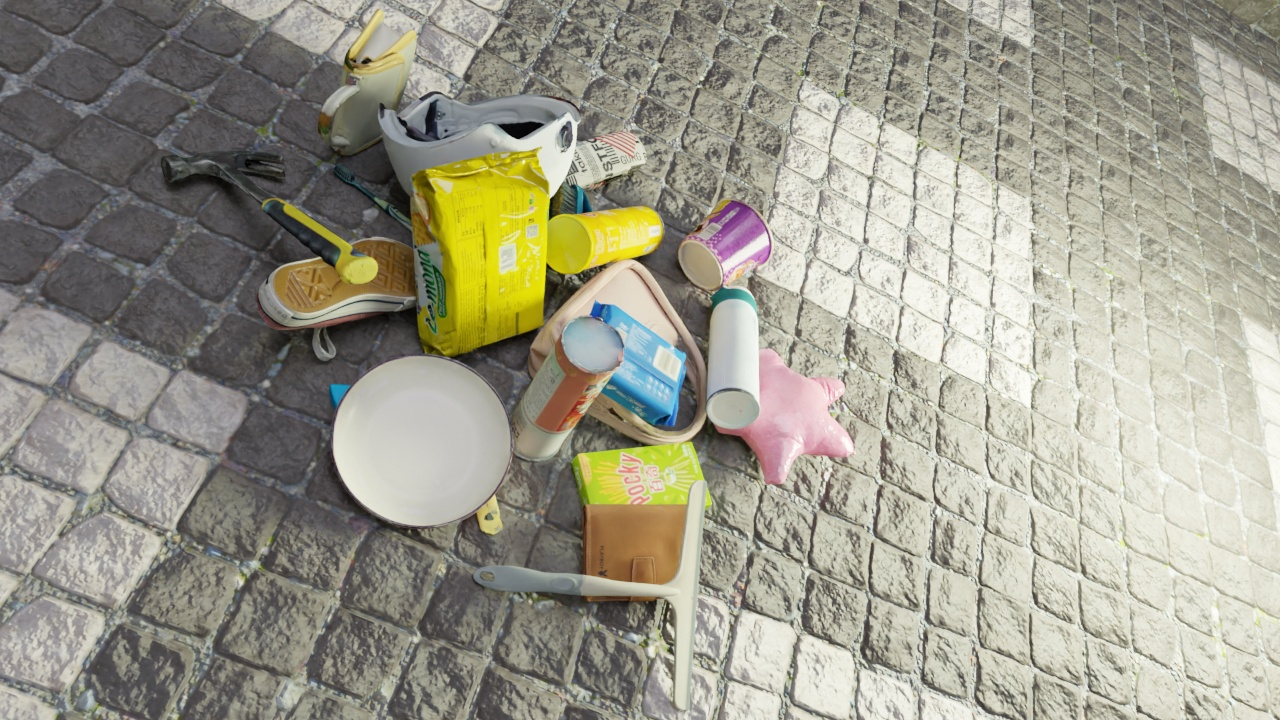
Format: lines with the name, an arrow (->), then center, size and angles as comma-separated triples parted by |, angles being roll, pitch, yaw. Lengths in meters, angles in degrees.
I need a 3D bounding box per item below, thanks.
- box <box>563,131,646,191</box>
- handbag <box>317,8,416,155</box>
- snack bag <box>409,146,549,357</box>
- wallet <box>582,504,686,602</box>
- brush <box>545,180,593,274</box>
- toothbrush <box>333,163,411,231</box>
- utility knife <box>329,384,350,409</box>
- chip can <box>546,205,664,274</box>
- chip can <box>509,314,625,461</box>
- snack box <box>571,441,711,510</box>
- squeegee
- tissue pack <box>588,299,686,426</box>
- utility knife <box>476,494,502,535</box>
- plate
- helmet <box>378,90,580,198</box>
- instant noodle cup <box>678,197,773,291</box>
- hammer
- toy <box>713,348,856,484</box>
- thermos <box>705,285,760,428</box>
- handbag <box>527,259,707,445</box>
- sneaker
box -> -0.057, -0.288, 1.309 | 0.163, 0.065, 0.074 | -31, 61, -35
handbag -> -0.343, -0.319, 1.131 | 0.063, 0.164, 0.178 | 27, 54, -9
snack bag -> -0.176, -0.118, 1.049 | 0.157, 0.247, 0.068 | -21, 42, -33
wallet -> -0.001, 0.221, 1.027 | 0.130, 0.035, 0.119 | 3, 76, -19
brush -> -0.092, -0.175, 1.228 | 0.073, 0.055, 0.143 | 19, 53, -26
toothbrush -> -0.309, -0.189, 1.157 | 0.191, 0.018, 0.016 | 37, 52, 0
utility knife -> -0.263, 0.046, 1.033 | 0.165, 0.018, 0.034 | 3, 59, -25
chip can -> -0.043, -0.159, 1.176 | 0.072, 0.072, 0.212 | 48, 28, 9
chip can -> -0.087, 0.035, 0.997 | 0.071, 0.215, 0.071 | 12, 56, -18
snack box -> 0.002, 0.146, 1.090 | 0.156, 0.026, 0.085 | -3, 62, -26
squeegee -> -0.053, 0.238, 0.973 | 0.246, 0.039, 0.246 | 7, 80, -8
tissue pack -> -0.012, 0.005, 1.067 | 0.157, 0.052, 0.094 | 34, 55, -26
utility knife -> -0.179, 0.124, 1.029 | 0.031, 0.018, 0.151 | -7, 68, -22
plate -> -0.235, 0.089, 0.992 | 0.192, 0.039, 0.192 | 6, 69, -17
helmet -> -0.192, -0.249, 1.154 | 0.229, 0.146, 0.257 | 15, 27, 24
instant noodle cup -> 0.114, -0.155, 1.285 | 0.111, 0.112, 0.099 | 46, 62, 7
hammer -> -0.393, -0.166, 1.012 | 0.323, 0.032, 0.125 | 33, 36, 31
toy -> 0.195, 0.083, 1.186 | 0.178, 0.075, 0.194 | 28, 55, 9
thermos -> 0.123, -0.012, 1.197 | 0.073, 0.073, 0.223 | 21, 40, -12
handbag -> -0.007, 0.007, 1.148 | 0.234, 0.094, 0.192 | 44, 52, -5
sneaker -> -0.336, -0.074, 1.034 | 0.118, 0.088, 0.240 | 60, 33, 2
